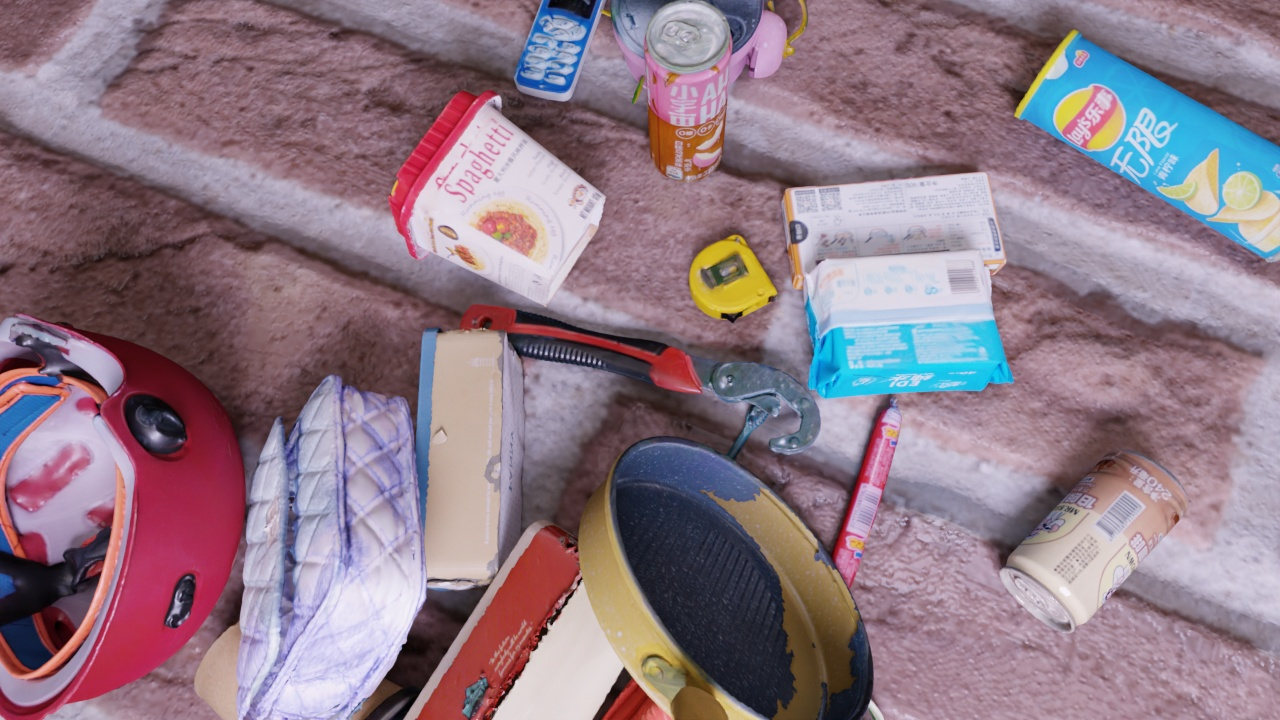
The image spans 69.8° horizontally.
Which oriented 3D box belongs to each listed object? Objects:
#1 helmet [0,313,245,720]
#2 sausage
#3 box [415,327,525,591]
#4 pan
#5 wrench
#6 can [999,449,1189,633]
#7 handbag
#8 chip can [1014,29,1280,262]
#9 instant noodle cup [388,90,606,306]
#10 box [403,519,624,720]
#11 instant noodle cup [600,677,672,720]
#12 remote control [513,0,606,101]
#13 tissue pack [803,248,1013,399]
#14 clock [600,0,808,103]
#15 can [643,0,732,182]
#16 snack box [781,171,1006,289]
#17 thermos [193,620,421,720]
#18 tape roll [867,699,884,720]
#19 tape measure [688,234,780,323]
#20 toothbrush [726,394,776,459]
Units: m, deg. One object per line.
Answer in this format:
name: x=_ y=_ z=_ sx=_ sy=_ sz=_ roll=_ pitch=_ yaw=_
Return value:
helmet: x=-0.325 y=0.095 z=0.569 sx=0.207 sy=0.143 sz=0.240 roll=-49 pitch=63 yaw=16
sausage: x=0.152 y=0.096 z=0.624 sx=0.020 sy=0.020 sz=0.155 roll=20 pitch=74 yaw=9
box: x=-0.112 y=0.061 z=0.612 sx=0.060 sy=0.090 sz=0.184 roll=-4 pitch=69 yaw=2
pan: x=0.039 y=0.146 z=0.455 sx=0.197 sy=0.356 sz=0.078 roll=42 pitch=116 yaw=0
wrench: x=-0.004 y=0.004 z=0.654 sx=0.273 sy=0.016 sz=0.056 roll=17 pitch=72 yaw=13
can: x=0.292 y=0.115 z=0.591 sx=0.116 sy=0.058 sz=0.058 roll=-42 pitch=75 yaw=-10
handbag: x=-0.190 y=0.106 z=0.548 sx=0.134 sy=0.075 sz=0.193 roll=-55 pitch=33 yaw=22
chip can: x=0.385 y=-0.157 z=0.668 sx=0.210 sy=0.071 sz=0.071 roll=36 pitch=77 yaw=13
instant noodle cup: x=-0.099 y=-0.109 z=0.660 sx=0.124 sy=0.117 sz=0.116 roll=31 pitch=75 yaw=0
box: x=-0.060 y=0.191 z=0.544 sx=0.076 sy=0.091 sz=0.168 roll=24 pitch=78 yaw=44
instant noodle cup: x=0.036 y=0.263 z=0.537 sx=0.164 sy=0.079 sz=0.189 roll=40 pitch=89 yaw=17
remote control: x=-0.063 y=-0.269 z=0.750 sx=0.049 sy=0.024 sz=0.124 roll=15 pitch=74 yaw=7
tissue pack: x=0.182 y=-0.022 z=0.638 sx=0.140 sy=0.063 sz=0.090 roll=-4 pitch=69 yaw=0
clock: x=0.055 y=-0.268 z=0.727 sx=0.158 sy=0.060 sz=0.117 roll=-16 pitch=71 yaw=-1
can: x=0.033 y=-0.186 z=0.653 sx=0.058 sy=0.147 sz=0.057 roll=-1 pitch=72 yaw=2
snack box: x=0.186 y=-0.096 z=0.681 sx=0.154 sy=0.026 sz=0.075 roll=-5 pitch=71 yaw=1
thermos: x=-0.201 y=0.220 z=0.568 sx=0.143 sy=0.093 sz=0.093 roll=25 pitch=75 yaw=19
tape roll: x=0.114 y=0.242 z=0.581 sx=0.086 sy=0.014 sz=0.085 roll=-1 pitch=72 yaw=3
tape measure: x=0.064 y=-0.060 z=0.674 sx=0.057 sy=0.029 sz=0.060 roll=-27 pitch=73 yaw=-5
toothbrush: x=0.042 y=0.096 z=0.630 sx=0.016 sy=0.018 sz=0.191 roll=31 pitch=75 yaw=13
